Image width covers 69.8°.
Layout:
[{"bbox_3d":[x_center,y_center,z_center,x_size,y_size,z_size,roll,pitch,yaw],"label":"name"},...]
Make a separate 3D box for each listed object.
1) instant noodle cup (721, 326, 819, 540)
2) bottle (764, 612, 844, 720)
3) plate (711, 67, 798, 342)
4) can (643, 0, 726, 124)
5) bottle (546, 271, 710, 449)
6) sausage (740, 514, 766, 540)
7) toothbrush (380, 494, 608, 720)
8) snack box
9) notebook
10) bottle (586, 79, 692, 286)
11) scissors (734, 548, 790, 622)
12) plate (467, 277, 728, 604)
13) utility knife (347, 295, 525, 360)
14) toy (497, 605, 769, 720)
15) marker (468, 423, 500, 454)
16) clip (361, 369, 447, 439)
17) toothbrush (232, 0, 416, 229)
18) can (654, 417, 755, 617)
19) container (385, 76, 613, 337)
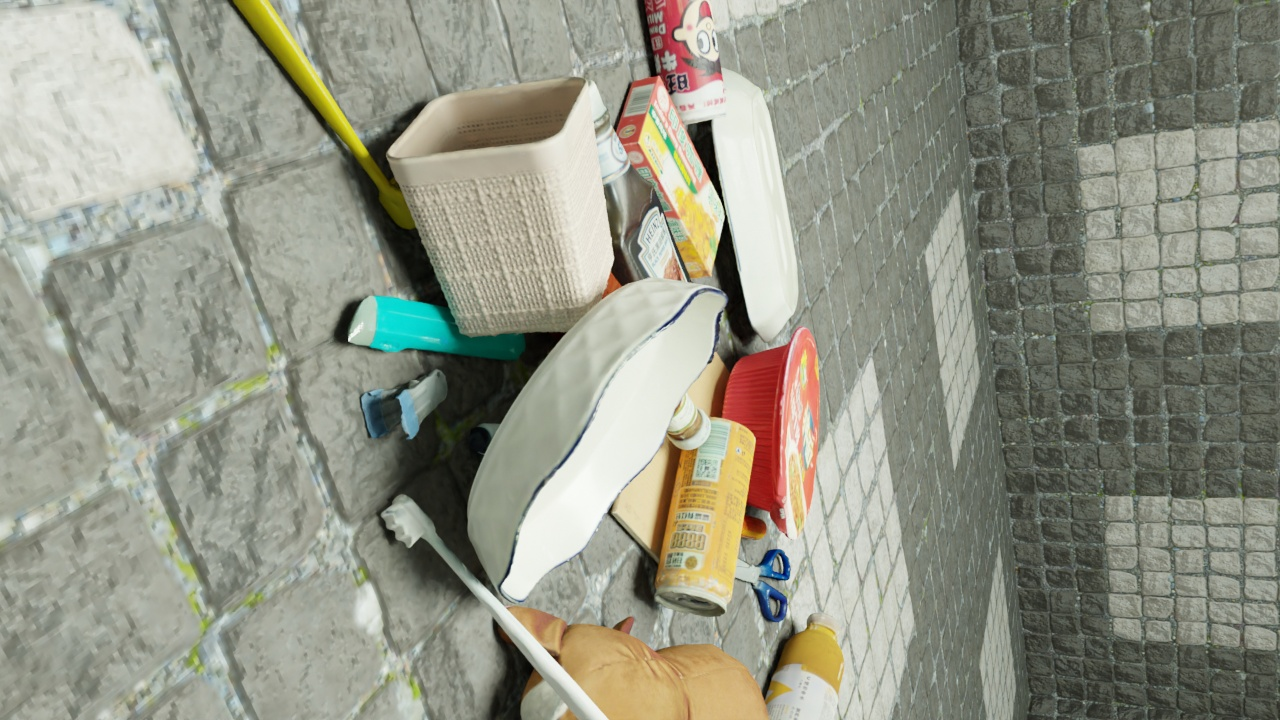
[{"bbox_3d":[0.119,0.065,0.844,0.193,0.066,0.194,3,90,-71],"label":"instant noodle cup"},{"bbox_3d":[0.162,0.332,0.912,0.189,0.068,0.068,-55,134,-49],"label":"bottle"},{"bbox_3d":[0.116,-0.149,0.884,0.161,0.034,0.266,-59,139,-61],"label":"plate"},{"bbox_3d":[0.036,-0.263,0.753,0.053,0.053,0.133,-35,118,-58],"label":"can"},{"bbox_3d":[-0.004,0.004,0.644,0.206,0.060,0.059,49,45,-48],"label":"bottle"},{"bbox_3d":[0.090,0.149,0.830,0.165,0.021,0.021,31,60,-65],"label":"sausage"},{"bbox_3d":[-0.068,0.140,0.470,0.180,0.016,0.016,49,46,-5],"label":"toothbrush"},{"bbox_3d":[0.027,-0.145,0.752,0.156,0.027,0.076,55,40,-46],"label":"snack box"},{"bbox_3d":[0.034,0.067,0.762,0.149,0.012,0.211,55,41,-45],"label":"notebook"},{"bbox_3d":[-0.013,-0.103,0.657,0.195,0.044,0.079,65,34,-33],"label":"bottle"},{"bbox_3d":[0.114,0.200,0.898,0.174,0.012,0.124,64,37,-34],"label":"scissors"},{"bbox_3d":[-0.025,0.039,0.518,0.204,0.045,0.205,-52,167,-18],"label":"plate"},{"bbox_3d":[-0.107,-0.015,0.504,0.151,0.013,0.029,10,80,-64],"label":"utility knife"},{"bbox_3d":[-0.008,0.224,0.574,0.130,0.140,0.199,-46,142,2],"label":"toy"},{"bbox_3d":[-0.063,0.046,0.575,0.130,0.018,0.022,8,71,-62],"label":"marker"},{"bbox_3d":[-0.118,0.020,0.475,0.058,0.045,0.027,-43,123,-62],"label":"clip"},{"bbox_3d":[-0.155,-0.136,0.423,0.190,0.016,0.016,59,34,-41],"label":"toothbrush"},{"bbox_3d":[0.051,0.119,0.711,0.058,0.058,0.145,51,43,-47],"label":"can"},{"bbox_3d":[-0.066,-0.078,0.489,0.090,0.090,0.111,-78,161,-53],"label":"container"}]
